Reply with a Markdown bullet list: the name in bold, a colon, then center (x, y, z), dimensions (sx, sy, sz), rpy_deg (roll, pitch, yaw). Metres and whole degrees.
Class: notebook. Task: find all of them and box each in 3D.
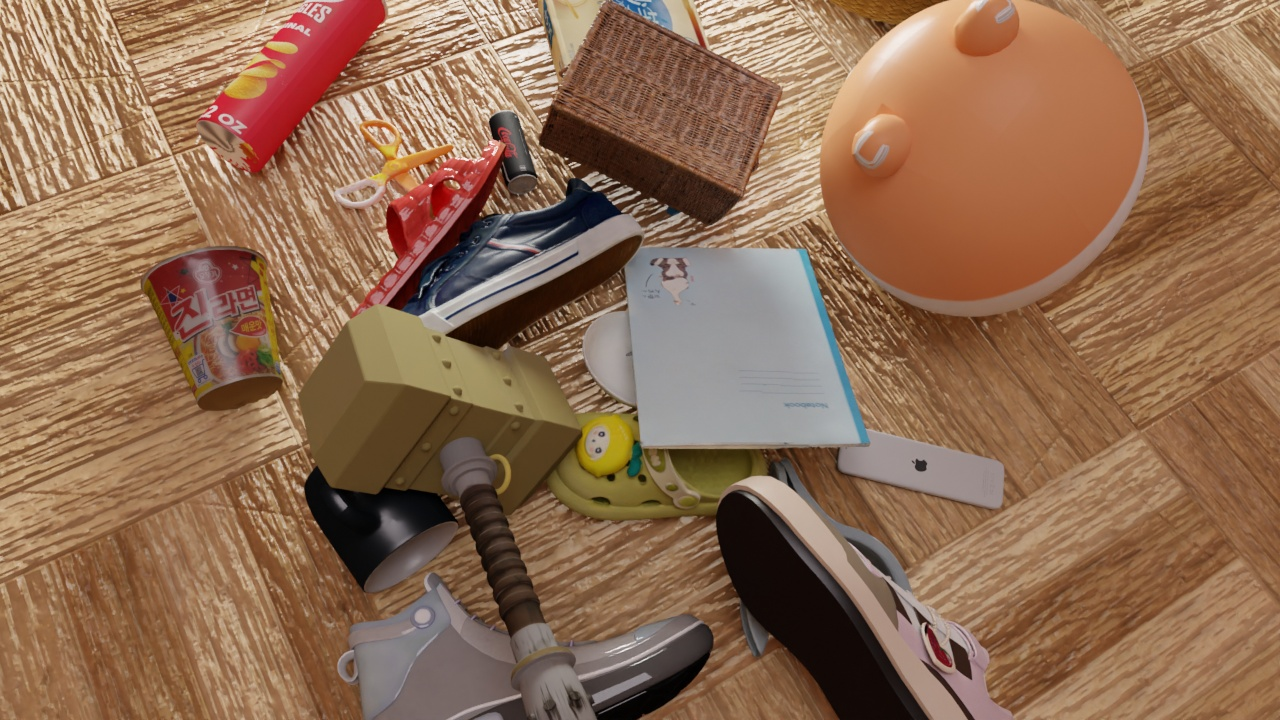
- **notebook**: center (0.081, -0.021, 0.791), dimensions (0.181, 0.009, 0.253), rpy_deg (0, 43, -6)

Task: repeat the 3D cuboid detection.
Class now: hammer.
- **hammer**: center (-0.097, 0.121, 0.610), dimensions (0.190, 0.101, 0.324), rpy_deg (19, 30, -43)

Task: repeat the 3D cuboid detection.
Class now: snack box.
- **snack box**: center (-0.020, -0.350, 0.960), dimensions (0.153, 0.055, 0.207), rpy_deg (-11, 67, -10)

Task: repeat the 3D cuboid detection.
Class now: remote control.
- **remote control**: center (0.246, 0.093, 0.804), dimensions (0.146, 0.008, 0.045), rpy_deg (14, 65, 1)

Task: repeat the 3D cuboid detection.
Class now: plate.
- **plate**: center (-0.005, 0.005, 0.803), dimensions (0.104, 0.026, 0.104), rpy_deg (14, 49, -17)

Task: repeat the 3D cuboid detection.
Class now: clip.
- **clip**: center (0.163, 0.171, 0.752), dimensions (0.164, 0.031, 0.168), rpy_deg (14, 66, -1)

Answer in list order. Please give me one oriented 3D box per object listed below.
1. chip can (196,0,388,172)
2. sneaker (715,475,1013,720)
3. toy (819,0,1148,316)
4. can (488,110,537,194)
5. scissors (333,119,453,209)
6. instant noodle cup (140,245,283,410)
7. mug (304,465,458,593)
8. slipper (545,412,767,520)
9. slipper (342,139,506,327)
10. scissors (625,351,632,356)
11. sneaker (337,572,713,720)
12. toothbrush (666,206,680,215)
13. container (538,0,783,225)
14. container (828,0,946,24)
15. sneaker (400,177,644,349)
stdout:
- **chip can**: center (-0.334, -0.285, 0.892), dimensions (0.069, 0.069, 0.220), rpy_deg (25, 66, 6)
- **sneaker**: center (0.179, 0.192, 0.683), dimensions (0.116, 0.112, 0.294), rpy_deg (-34, 84, -35)
- **toy**: center (0.277, -0.179, 0.783), dimensions (0.263, 0.280, 0.265), rpy_deg (-49, 59, 11)
- **can**: center (-0.125, -0.203, 0.894), dimensions (0.031, 0.032, 0.080), rpy_deg (-14, 67, -12)
- **scissors**: center (-0.241, -0.184, 0.886), dimensions (0.131, 0.011, 0.125), rpy_deg (-39, 73, -18)
- **instant noodle cup**: center (-0.345, -0.024, 0.760), dimensions (0.100, 0.100, 0.112), rpy_deg (-19, 76, -14)
- **mug**: center (-0.205, 0.111, 0.691), dimensions (0.085, 0.121, 0.094), rpy_deg (-41, 73, -3)
- **slipper**: center (0.014, 0.082, 0.749), dimensions (0.190, 0.082, 0.091), rpy_deg (5, 67, -6)
- **slipper**: center (-0.199, -0.110, 0.806), dimensions (0.059, 0.104, 0.248), rpy_deg (34, 68, -5)
- **scissors**: center (0.058, -0.025, 0.825), dimensions (0.119, 0.019, 0.151), rpy_deg (24, 51, -2)
- **sneaker**: center (-0.085, 0.211, 0.682), dimensions (0.256, 0.093, 0.160), rpy_deg (-22, 61, -16)
- **toothbrush**: center (0.080, -0.203, 0.924), dimensions (0.016, 0.014, 0.166), rpy_deg (38, 68, 12)
- **container**: center (0.018, -0.221, 0.838), dimensions (0.198, 0.114, 0.112), rpy_deg (25, 81, -7)
- **container**: center (0.291, -0.520, 0.993), dimensions (0.307, 0.197, 0.306), rpy_deg (3, 65, -6)
- **sneaker**: center (-0.143, -0.073, 0.782), dimensions (0.293, 0.121, 0.127), rpy_deg (-36, 78, -25)
